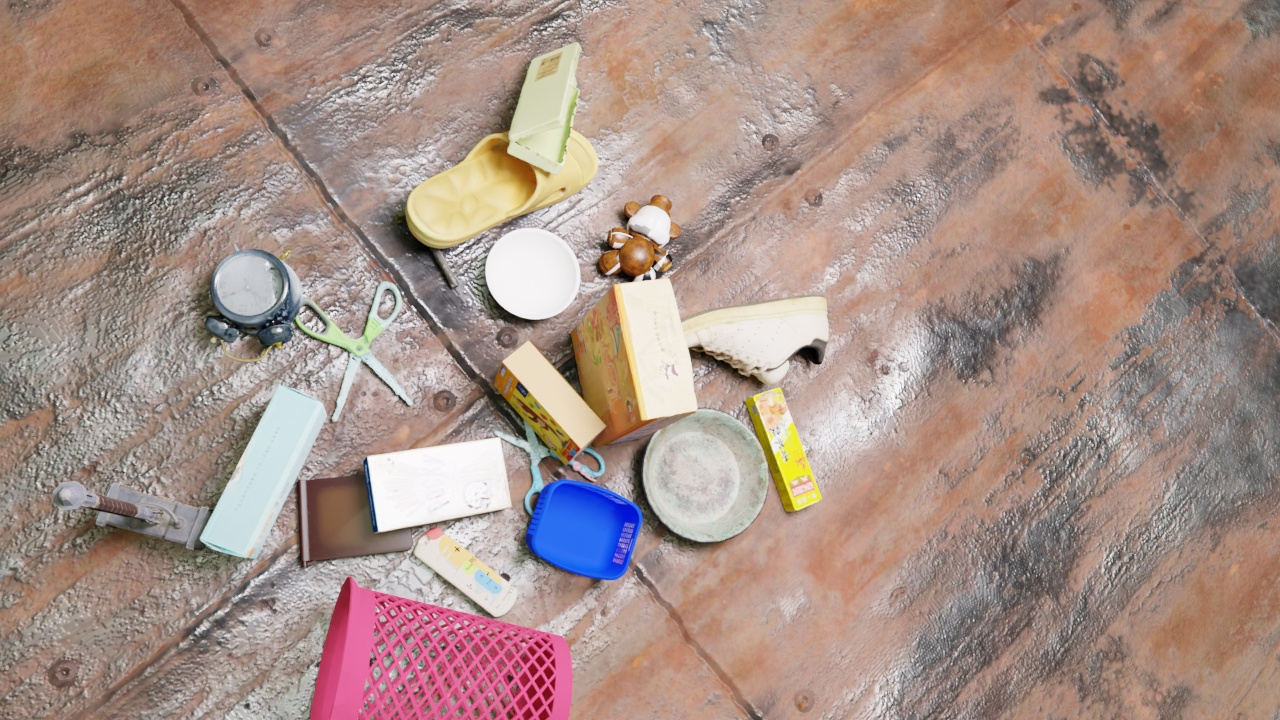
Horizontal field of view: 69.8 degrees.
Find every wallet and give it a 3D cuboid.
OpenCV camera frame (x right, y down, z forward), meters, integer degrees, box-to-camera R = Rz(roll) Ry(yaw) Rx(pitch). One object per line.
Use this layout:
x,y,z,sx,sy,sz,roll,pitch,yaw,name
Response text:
-0.307,0.169,0.987,0.115,0.018,0.091,-4,78,-14,wallet

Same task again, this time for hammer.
-0.446,0.128,0.792,0.098,0.323,0.044,18,73,-11,hammer

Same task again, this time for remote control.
-0.191,0.232,1.003,0.125,0.018,0.038,39,71,-3,remote control

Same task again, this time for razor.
-0.240,-0.132,1.069,0.042,0.026,0.106,-29,91,-22,razor

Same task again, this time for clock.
-0.415,-0.060,0.985,0.090,0.052,0.129,5,79,-6,clock

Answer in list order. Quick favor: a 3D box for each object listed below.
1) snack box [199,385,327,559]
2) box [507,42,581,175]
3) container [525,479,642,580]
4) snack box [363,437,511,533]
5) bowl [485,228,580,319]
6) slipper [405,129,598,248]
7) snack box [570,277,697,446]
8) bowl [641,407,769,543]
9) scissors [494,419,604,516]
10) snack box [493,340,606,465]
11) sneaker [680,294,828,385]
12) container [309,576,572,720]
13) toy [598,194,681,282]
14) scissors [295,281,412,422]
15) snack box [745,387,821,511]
-0.384,0.116,0.944,0.053,0.075,0.174,25,73,-8,snack box
-0.111,-0.298,1.077,0.077,0.089,0.187,7,45,-3,box
-0.066,0.187,1.019,0.114,0.058,0.096,22,76,-18,container
-0.220,0.134,0.998,0.149,0.026,0.082,-7,80,-29,snack box
-0.129,-0.097,1.081,0.110,0.041,0.109,3,77,-15,bowl
-0.155,-0.218,1.072,0.262,0.079,0.099,-35,83,-30,slipper
-0.006,0.006,1.011,0.080,0.196,0.145,-9,80,-19,snack box
0.072,0.136,1.087,0.157,0.039,0.157,3,77,-15,bowl
-0.113,0.125,1.054,0.136,0.015,0.125,23,71,-3,scissors
-0.103,0.049,1.024,0.040,0.088,0.126,-41,86,-23,snack box
0.127,-0.016,1.119,0.241,0.089,0.102,-10,89,-22,sneaker
-0.194,0.324,0.908,0.225,0.184,0.183,14,74,-20,container
0.005,-0.149,1.123,0.087,0.067,0.112,27,63,-9,toy
-0.311,-0.016,1.026,0.171,0.023,0.168,44,65,-5,scissors
0.175,0.109,1.127,0.040,0.029,0.148,-18,83,-18,snack box
